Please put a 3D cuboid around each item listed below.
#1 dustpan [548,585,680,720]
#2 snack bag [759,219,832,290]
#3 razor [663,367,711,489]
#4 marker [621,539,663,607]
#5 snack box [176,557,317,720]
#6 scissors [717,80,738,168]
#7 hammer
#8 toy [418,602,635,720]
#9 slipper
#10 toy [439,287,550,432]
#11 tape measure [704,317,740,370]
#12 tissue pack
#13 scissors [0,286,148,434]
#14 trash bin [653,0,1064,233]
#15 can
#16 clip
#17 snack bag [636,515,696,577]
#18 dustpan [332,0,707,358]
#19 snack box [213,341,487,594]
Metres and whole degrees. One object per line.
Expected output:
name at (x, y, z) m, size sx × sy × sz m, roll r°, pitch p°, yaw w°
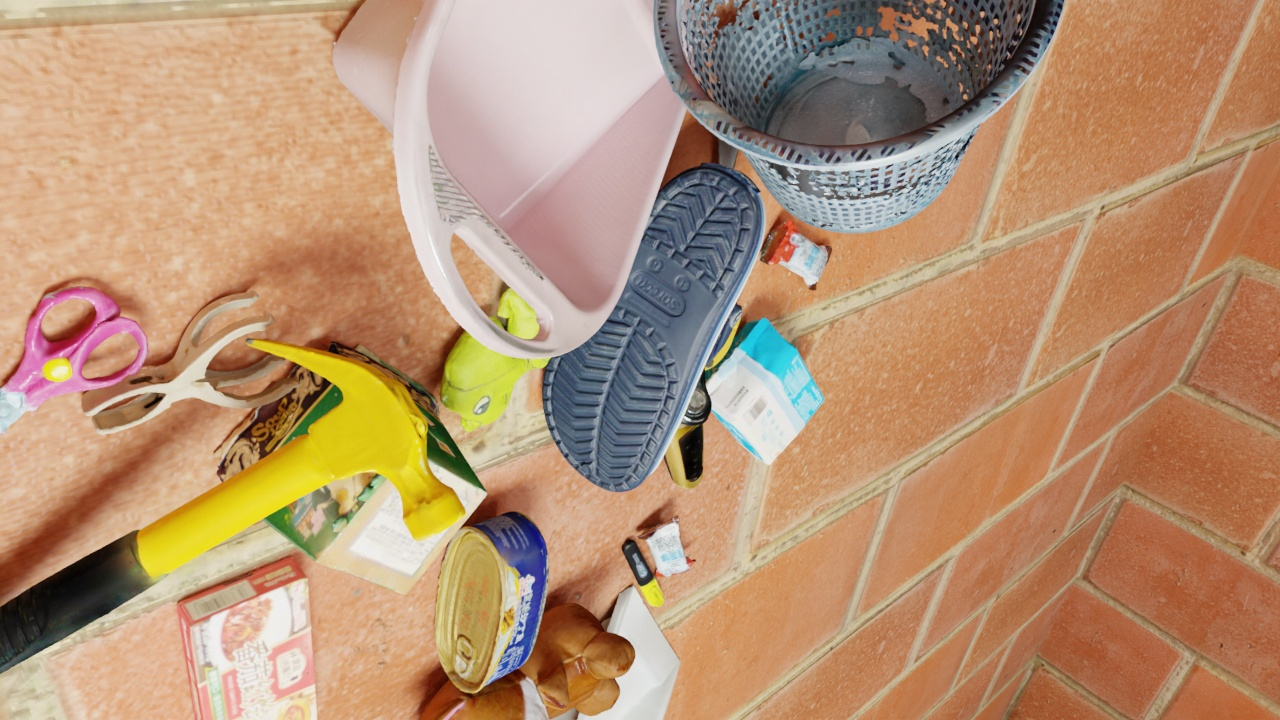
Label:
dustpan at (-0.028, 0.404, 0.925) m, size 0.257 × 0.143 × 0.223 m, roll -41°, pitch 142°, yaw -15°
snack bag at (0.144, -0.094, 0.820) m, size 0.105 × 0.026 × 0.045 m, roll 17°, pitch 95°, yaw -53°
razor at (0.036, 0.061, 0.796) m, size 0.062 × 0.067 × 0.168 m, roll -39°, pitch 147°, yaw -20°
marker at (0.003, 0.213, 0.913) m, size 0.018 × 0.015 × 0.124 m, roll -38°, pitch 139°, yaw -15°
snack box at (-0.258, 0.207, 0.611) m, size 0.075 × 0.025 × 0.153 m, roll -18°, pitch 130°, yaw -38°
scissors at (0.069, -0.128, 0.714) m, size 0.155 × 0.012 × 0.166 m, roll 26°, pitch 91°, yaw -53°
hammer at (-0.243, 0.095, 0.454) m, size 0.300 × 0.129 × 0.033 m, roll -30°, pitch 178°, yaw -1°
toy at (-0.104, 0.300, 0.785) m, size 0.199 × 0.130 × 0.140 m, roll -18°, pitch 144°, yaw -28°
slipper at (0.012, -0.027, 0.675) m, size 0.253 × 0.105 × 0.095 m, roll -65°, pitch 165°, yaw 19°
toy at (-0.097, -0.002, 0.621) m, size 0.099 × 0.031 × 0.097 m, roll -27°, pitch 132°, yaw -37°
tape measure at (0.057, -0.018, 0.780) m, size 0.059 × 0.029 × 0.057 m, roll -4°, pitch 122°, yaw -46°
tissue pack at (0.110, 0.029, 0.846) m, size 0.090 × 0.063 × 0.140 m, roll -49°, pitch 142°, yaw -5°
scissors at (-0.296, 0.020, 0.432) m, size 0.133 × 0.017 × 0.054 m, roll -43°, pitch 128°, yaw -9°
trash bin at (0.139, -0.186, 0.601) m, size 0.226 × 0.226 × 0.195 m, roll -52°, pitch 159°, yaw -4°
can at (-0.116, 0.187, 0.712) m, size 0.049 × 0.075 × 0.148 m, roll -14°, pitch 126°, yaw -46°
clip at (-0.227, 0.013, 0.487) m, size 0.102 × 0.035 × 0.094 m, roll -45°, pitch 141°, yaw -6°
snack bag at (0.026, 0.186, 0.907) m, size 0.048 × 0.026 × 0.104 m, roll -24°, pitch 138°, yaw -1°
dustpan at (-0.032, -0.143, 0.492) m, size 0.273 × 0.139 × 0.222 m, roll -52°, pitch 143°, yaw -3°
snack box at (-0.162, 0.072, 0.544) m, size 0.118 × 0.105 × 0.117 m, roll -51°, pitch 144°, yaw -4°
